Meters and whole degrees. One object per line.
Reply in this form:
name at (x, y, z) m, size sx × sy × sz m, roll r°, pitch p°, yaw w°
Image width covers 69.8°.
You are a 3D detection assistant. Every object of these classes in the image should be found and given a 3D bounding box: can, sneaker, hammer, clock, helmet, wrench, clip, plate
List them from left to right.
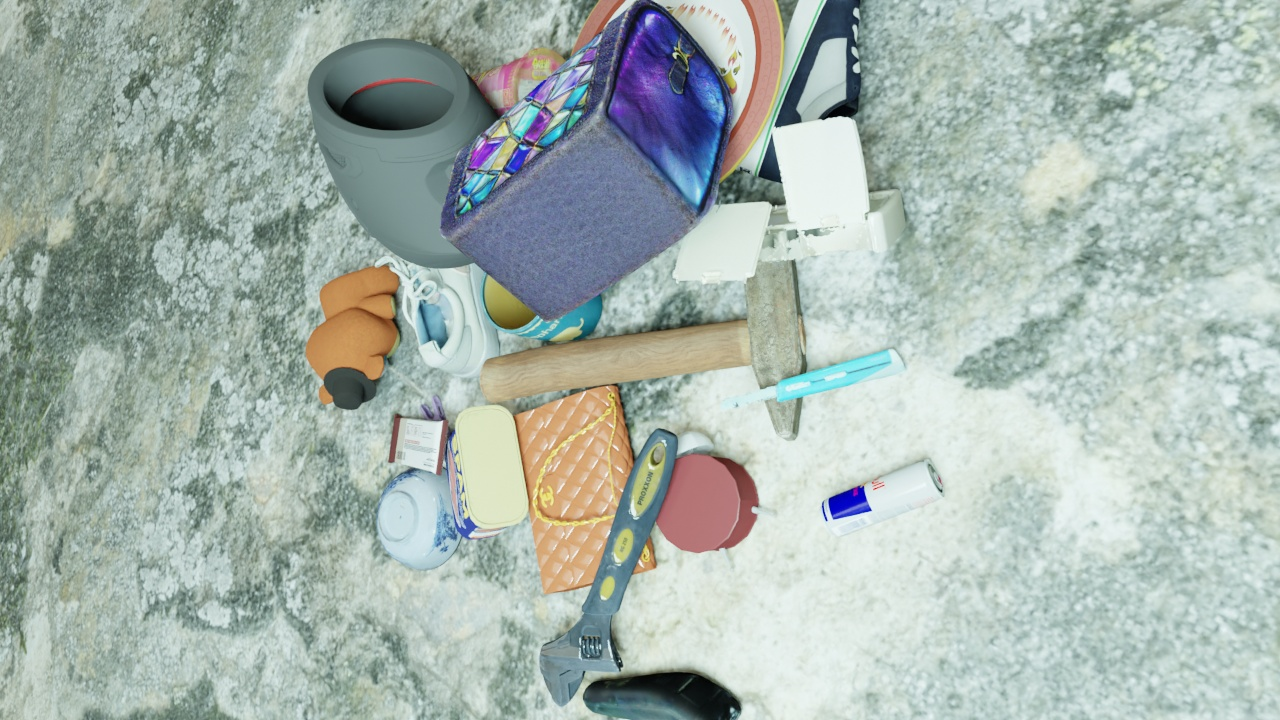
helmet at (-0.207, -0.183, 0.890) m, size 0.164 × 0.170 × 0.265 m, roll -36°, pitch 56°, yaw -22°
sneaker at (-0.222, -0.097, 0.974) m, size 0.090 × 0.090 × 0.242 m, roll -29°, pitch 68°, yaw 26°
clip at (-0.220, 0.064, 0.993) m, size 0.035 × 0.013 × 0.052 m, roll -38°, pitch 67°, yaw 22°
can at (-0.153, 0.113, 0.894) m, size 0.092 × 0.056 × 0.116 m, roll 135°, pitch 126°, yaw -62°
wrench at (-0.024, 0.184, 0.799) m, size 0.073 × 0.022 × 0.273 m, roll 22°, pitch 103°, yaw 10°
hammer at (-0.005, 0.005, 0.815) m, size 0.301 × 0.037 × 0.157 m, roll -8°, pitch 78°, yaw 17°
plate at (0.025, -0.242, 0.796) m, size 0.230 × 0.021 × 0.229 m, roll -4°, pitch 84°, yaw 36°
clock at (0.050, 0.117, 0.799) m, size 0.124 × 0.044 × 0.087 m, roll 43°, pitch 105°, yaw 29°
sneaker at (0.161, -0.259, 0.779) m, size 0.079 × 0.084 × 0.235 m, roll 22°, pitch 91°, yaw 8°
can at (0.189, 0.109, 0.722) m, size 0.095 × 0.032 × 0.032 m, roll -28°, pitch 69°, yaw 25°

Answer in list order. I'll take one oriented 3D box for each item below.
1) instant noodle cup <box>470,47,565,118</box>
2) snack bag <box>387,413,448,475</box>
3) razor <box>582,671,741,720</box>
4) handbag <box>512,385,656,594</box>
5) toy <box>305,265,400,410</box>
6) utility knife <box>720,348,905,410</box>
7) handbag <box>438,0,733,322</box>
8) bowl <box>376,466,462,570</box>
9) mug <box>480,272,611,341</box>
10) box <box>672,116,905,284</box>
instant noodle cup at (-0.133, -0.265, 0.950) m, size 0.109 × 0.097 × 0.097 m, roll 6°, pitch 85°, yaw 39°
snack bag at (-0.235, 0.087, 0.966) m, size 0.158 × 0.013 × 0.057 m, roll -2°, pitch 81°, yaw 56°
razor at (0.014, 0.304, 0.794) m, size 0.152 × 0.053 × 0.067 m, roll -10°, pitch 96°, yaw 36°
handbag at (-0.053, 0.120, 0.856) m, size 0.109 × 0.060 × 0.171 m, roll -20°, pitch 72°, yaw 24°
toy at (-0.322, -0.027, 1.023) m, size 0.112 × 0.096 × 0.175 m, roll -22°, pitch 43°, yaw 27°
utility knife at (0.138, 0.021, 0.742) m, size 0.151 × 0.015 × 0.022 m, roll -17°, pitch 82°, yaw 2°
handbag at (-0.041, -0.165, 0.733) m, size 0.205 × 0.125 × 0.221 m, roll -31°, pitch 34°, yaw 31°
bowl at (-0.242, 0.165, 0.971) m, size 0.114 × 0.045 × 0.114 m, roll -6°, pitch 79°, yaw 31°
mug at (-0.076, -0.065, 0.871) m, size 0.112 × 0.104 × 0.084 m, roll -29°, pitch 67°, yaw 22°
box at (0.110, -0.125, 0.697) m, size 0.144 × 0.192 × 0.106 m, roll -5°, pitch 109°, yaw 26°
